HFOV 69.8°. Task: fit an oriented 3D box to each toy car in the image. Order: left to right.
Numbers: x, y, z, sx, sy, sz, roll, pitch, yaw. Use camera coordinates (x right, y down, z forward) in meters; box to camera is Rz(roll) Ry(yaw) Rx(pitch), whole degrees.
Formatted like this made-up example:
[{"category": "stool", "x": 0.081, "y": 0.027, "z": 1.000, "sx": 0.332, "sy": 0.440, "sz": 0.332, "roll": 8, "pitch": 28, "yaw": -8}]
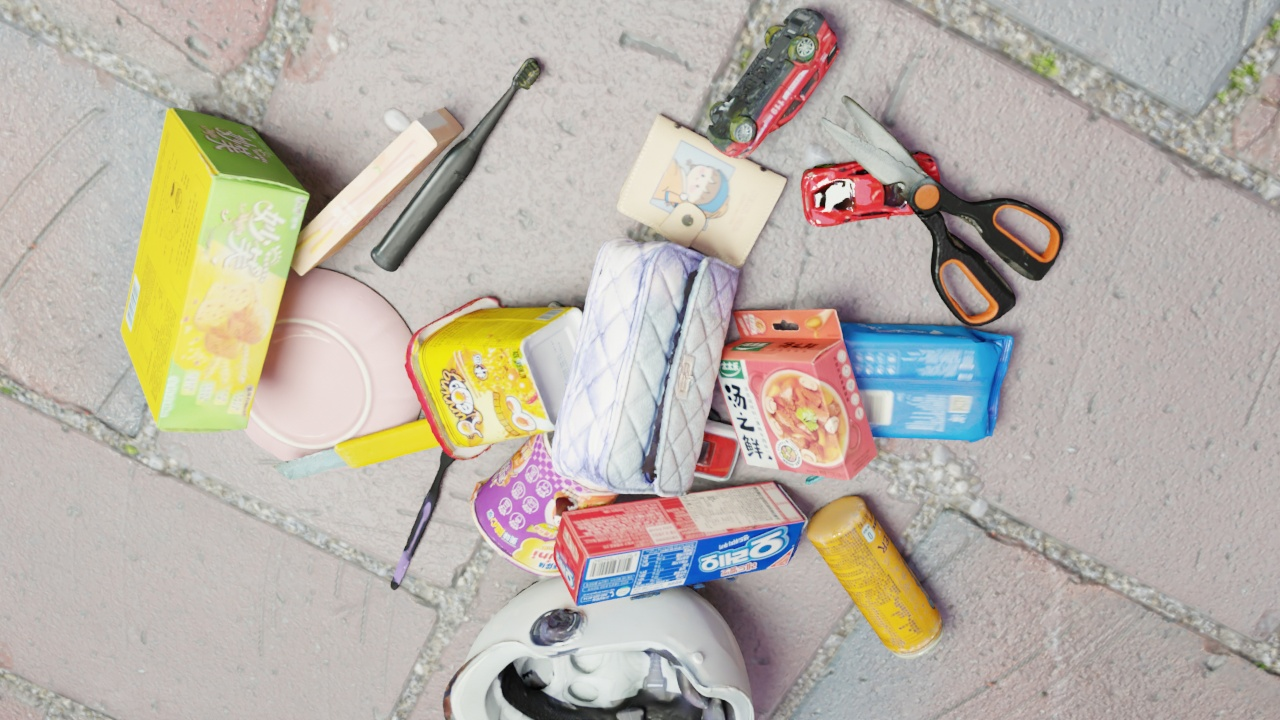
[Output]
[{"category": "toy car", "x": 0.099, "y": -0.203, "z": 0.685, "sx": 0.045, "sy": 0.053, "sz": 0.121, "roll": 31, "pitch": 107, "yaw": -32}, {"category": "toy car", "x": 0.179, "y": -0.133, "z": 0.714, "sx": 0.106, "sy": 0.031, "sz": 0.049, "roll": -7, "pitch": 109, "yaw": 6}]

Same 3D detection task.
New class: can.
[{"category": "can", "x": 0.207, "y": 0.191, "z": 0.808, "sx": 0.058, "sy": 0.058, "sz": 0.146, "roll": -32, "pitch": 103, "yaw": 15}]

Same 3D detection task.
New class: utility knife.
[{"category": "utility knife", "x": -0.217, "y": 0.069, "z": 0.805, "sx": 0.206, "sy": 0.015, "sz": 0.033, "roll": -15, "pitch": 106, "yaw": -8}]

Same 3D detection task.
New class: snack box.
[{"category": "snack box", "x": -0.341, "y": -0.071, "z": 0.722, "sx": 0.070, "sy": 0.157, "sz": 0.210, "roll": 5, "pitch": 117, "yaw": -42}, {"category": "snack box", "x": -0.211, "y": -0.134, "z": 0.725, "sx": 0.157, "sy": 0.084, "sz": 0.026, "roll": -39, "pitch": 104, "yaw": 17}, {"category": "snack box", "x": 0.035, "y": 0.149, "z": 0.758, "sx": 0.207, "sy": 0.058, "sz": 0.057, "roll": -4, "pitch": 124, "yaw": -26}, {"category": "snack box", "x": 0.118, "y": 0.026, "z": 0.734, "sx": 0.113, "sy": 0.044, "sz": 0.127, "roll": 2, "pitch": 117, "yaw": 52}]

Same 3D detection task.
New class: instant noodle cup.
[{"category": "instant noodle cup", "x": -0.103, "y": 0.010, "z": 0.732, "sx": 0.124, "sy": 0.115, "sz": 0.116, "roll": -6, "pitch": 111, "yaw": 38}, {"category": "instant noodle cup", "x": -0.071, "y": 0.110, "z": 0.775, "sx": 0.111, "sy": 0.111, "sz": 0.099, "roll": 36, "pitch": 117, "yaw": -7}]

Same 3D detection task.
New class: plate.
[{"category": "plate", "x": -0.289, "y": 0.016, "z": 0.809, "sx": 0.192, "sy": 0.039, "sz": 0.193, "roll": 2, "pitch": 109, "yaw": 5}]

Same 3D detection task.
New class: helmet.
[{"category": "helmet", "x": -0.029, "y": 0.266, "z": 0.807, "sx": 0.259, "sy": 0.145, "sz": 0.229, "roll": -3, "pitch": 126, "yaw": 12}]

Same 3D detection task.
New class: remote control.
[{"category": "remote control", "x": 0.018, "y": 0.068, "z": 0.801, "sx": 0.136, "sy": 0.020, "sz": 0.056, "roll": 14, "pitch": 121, "yaw": 1}]

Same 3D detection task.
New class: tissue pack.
[{"category": "tissue pack", "x": 0.217, "y": 0.016, "z": 0.750, "sx": 0.157, "sy": 0.052, "sz": 0.095, "roll": 2, "pitch": 111, "yaw": 6}]

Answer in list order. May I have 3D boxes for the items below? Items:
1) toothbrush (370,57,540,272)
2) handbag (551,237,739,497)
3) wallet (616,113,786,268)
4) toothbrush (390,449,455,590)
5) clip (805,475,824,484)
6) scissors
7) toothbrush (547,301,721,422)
[{"category": "toothbrush", "x": -0.149, "y": -0.156, "z": 0.741, "sx": 0.026, "sy": 0.027, "sz": 0.213, "roll": 25, "pitch": 115, "yaw": -43}, {"category": "handbag", "x": 0.010, "y": 0.009, "z": 0.703, "sx": 0.076, "sy": 0.134, "sz": 0.194, "roll": 14, "pitch": 92, "yaw": 33}, {"category": "wallet", "x": 0.046, "y": -0.131, "z": 0.733, "sx": 0.115, "sy": 0.024, "sz": 0.087, "roll": 26, "pitch": 105, "yaw": -5}, {"category": "toothbrush", "x": -0.202, "y": 0.145, "z": 0.862, "sx": 0.014, "sy": 0.016, "sz": 0.189, "roll": 30, "pitch": 113, "yaw": 8}, {"category": "clip", "x": 0.165, "y": 0.088, "z": 0.801, "sx": 0.056, "sy": 0.014, "sz": 0.040, "roll": -25, "pitch": 105, "yaw": 13}, {"category": "scissors", "x": 0.234, "y": -0.127, "z": 0.696, "sx": 0.162, "sy": 0.021, "sz": 0.234, "roll": -25, "pitch": 113, "yaw": 5}, {"category": "toothbrush", "x": -0.005, "y": 0.005, "z": 0.789, "sx": 0.181, "sy": 0.018, "sz": 0.016, "roll": 34, "pitch": 101, "yaw": -8}]
